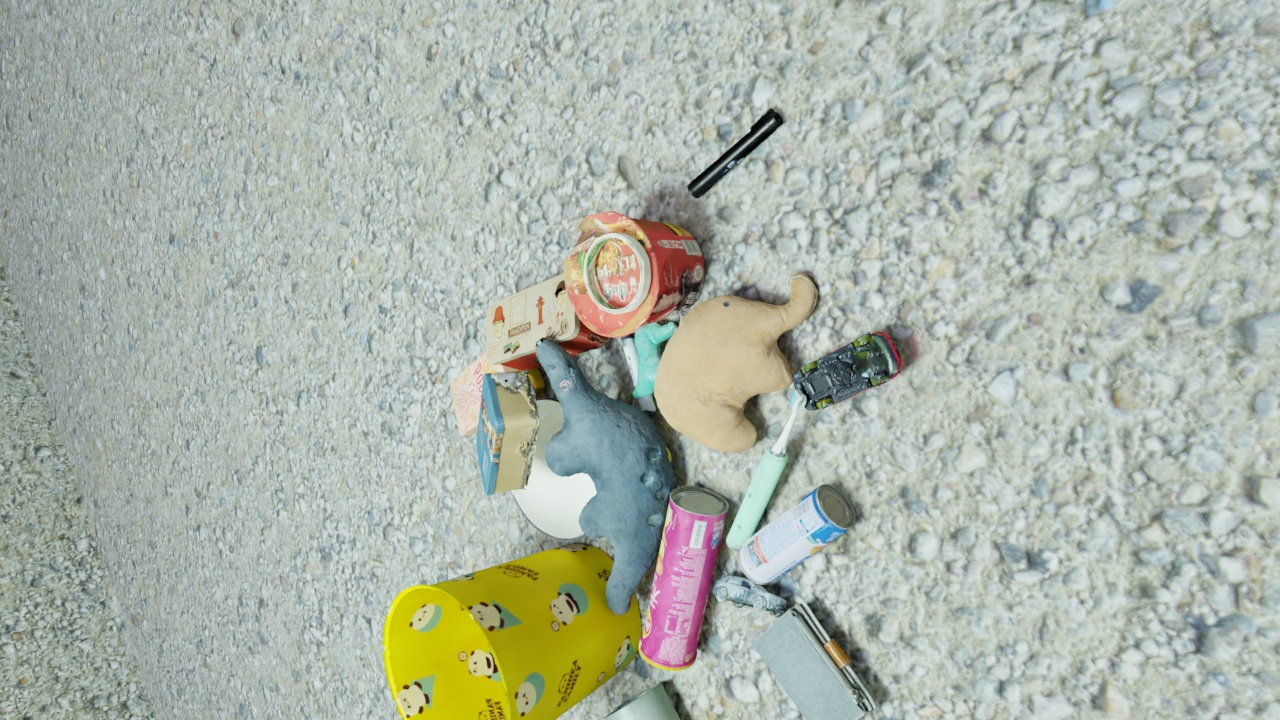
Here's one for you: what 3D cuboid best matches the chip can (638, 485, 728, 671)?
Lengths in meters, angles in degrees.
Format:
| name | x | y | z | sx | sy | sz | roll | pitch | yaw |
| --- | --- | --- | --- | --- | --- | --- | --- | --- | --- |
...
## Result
| name | x | y | z | sx | sy | sz | roll | pitch | yaw |
| --- | --- | --- | --- | --- | --- | --- | --- | --- | --- |
| chip can | 0.051 | 0.257 | 1.082 | 0.071 | 0.071 | 0.211 | 23 | 112 | 36 |

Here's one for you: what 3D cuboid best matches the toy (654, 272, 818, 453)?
| name | x | y | z | sx | sy | sz | roll | pitch | yaw |
| --- | --- | --- | --- | --- | --- | --- | --- | --- | --- |
| toy | 0.098 | -0.007 | 0.991 | 0.143 | 0.082 | 0.226 | 30 | 117 | 7 |

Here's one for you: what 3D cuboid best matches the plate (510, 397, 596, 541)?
| name | x | y | z | sx | sy | sz | roll | pitch | yaw |
| --- | --- | --- | --- | --- | --- | --- | --- | --- | --- |
| plate | -0.104 | 0.141 | 1.214 | 0.193 | 0.039 | 0.192 | 9 | 103 | 40 |

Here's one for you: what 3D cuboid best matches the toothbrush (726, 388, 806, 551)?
| name | x | y | z | sx | sy | sz | roll | pitch | yaw |
| --- | --- | --- | --- | --- | --- | --- | --- | --- | --- |
| toothbrush | 0.137 | 0.123 | 0.990 | 0.027 | 0.026 | 0.225 | 56 | 140 | 43 |

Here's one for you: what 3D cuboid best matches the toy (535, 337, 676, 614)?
| name | x | y | z | sx | sy | sz | roll | pitch | yaw |
| --- | --- | --- | --- | --- | --- | --- | --- | --- | --- |
| toy | -0.031 | 0.132 | 1.099 | 0.138 | 0.091 | 0.356 | -17 | 98 | 17 |

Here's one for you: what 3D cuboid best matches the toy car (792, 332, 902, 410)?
| name | x | y | z | sx | sy | sz | roll | pitch | yaw |
| --- | --- | --- | --- | --- | --- | --- | --- | --- | --- |
| toy car | 0.208 | 0.011 | 0.917 | 0.121 | 0.045 | 0.053 | -30 | 79 | 46 |

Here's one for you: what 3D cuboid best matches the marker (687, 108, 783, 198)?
| name | x | y | z | sx | sy | sz | roll | pitch | yaw |
| --- | --- | --- | --- | --- | --- | --- | --- | --- | --- |
| marker | 0.099 | -0.221 | 0.986 | 0.132 | 0.020 | 0.022 | -37 | 75 | 38 |

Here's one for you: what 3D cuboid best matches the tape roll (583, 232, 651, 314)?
| name | x | y | z | sx | sy | sz | roll | pitch | yaw |
| --- | --- | --- | --- | --- | --- | --- | --- | --- | --- |
| tape roll | -0.025 | -0.092 | 0.975 | 0.086 | 0.013 | 0.086 | 8 | 103 | 39 |

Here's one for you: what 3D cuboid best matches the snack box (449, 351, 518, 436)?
| name | x | y | z | sx | sy | sz | roll | pitch | yaw |
| --- | --- | --- | --- | --- | --- | --- | --- | --- | --- |
| snack box | -0.216 | 0.042 | 1.278 | 0.158 | 0.026 | 0.084 | -33 | 66 | 48 |

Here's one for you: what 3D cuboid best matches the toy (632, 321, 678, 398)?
| name | x | y | z | sx | sy | sz | roll | pitch | yaw |
| --- | --- | --- | --- | --- | --- | --- | --- | --- | --- |
| toy | 0.015 | -0.008 | 1.079 | 0.097 | 0.030 | 0.091 | -27 | 66 | 49 |

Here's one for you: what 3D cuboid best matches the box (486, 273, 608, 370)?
| name | x | y | z | sx | sy | sz | roll | pitch | yaw |
| --- | --- | --- | --- | --- | --- | --- | --- | --- | --- |
| box | -0.115 | -0.046 | 1.168 | 0.169 | 0.076 | 0.091 | -16 | 68 | 39 |

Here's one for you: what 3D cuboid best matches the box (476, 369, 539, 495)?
| name | x | y | z | sx | sy | sz | roll | pitch | yaw |
| --- | --- | --- | --- | --- | --- | --- | --- | --- | --- |
| box | -0.169 | 0.095 | 1.153 | 0.185 | 0.059 | 0.089 | 108 | 151 | -46 |

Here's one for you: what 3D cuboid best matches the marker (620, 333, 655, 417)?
| name | x | y | z | sx | sy | sz | roll | pitch | yaw |
| --- | --- | --- | --- | --- | --- | --- | --- | --- | --- |
| marker | -0.007 | 0.007 | 1.121 | 0.023 | 0.018 | 0.130 | -25 | 80 | 66 |

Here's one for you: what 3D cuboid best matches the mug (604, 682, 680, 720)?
| name | x | y | z | sx | sy | sz | roll | pitch | yaw |
| --- | --- | --- | --- | --- | --- | --- | --- | --- | --- |
| mug | 0.011 | 0.477 | 1.160 | 0.103 | 0.083 | 0.124 | 58 | 155 | 15 |

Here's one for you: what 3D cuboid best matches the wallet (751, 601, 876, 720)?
| name | x | y | z | sx | sy | sz | roll | pitch | yaw |
| --- | --- | --- | --- | --- | --- | --- | --- | --- | --- |
| wallet | 0.191 | 0.337 | 1.000 | 0.129 | 0.036 | 0.107 | 53 | 137 | 21 |

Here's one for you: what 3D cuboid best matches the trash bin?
| name | x | y | z | sx | sy | sz | roll | pitch | yaw |
| --- | --- | --- | --- | --- | --- | --- | --- | --- | --- |
| trash bin | -0.149 | 0.353 | 1.148 | 0.230 | 0.254 | 0.230 | 9 | 103 | 39 |

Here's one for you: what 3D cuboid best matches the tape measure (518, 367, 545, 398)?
| name | x | y | z | sx | sy | sz | roll | pitch | yaw |
| --- | --- | --- | --- | --- | --- | --- | --- | --- | --- |
| tape measure | -0.152 | 0.030 | 1.241 | 0.060 | 0.028 | 0.057 | 57 | 132 | 34 |

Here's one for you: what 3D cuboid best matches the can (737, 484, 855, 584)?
| name | x | y | z | sx | sy | sz | roll | pitch | yaw |
| --- | --- | --- | --- | --- | --- | --- | --- | --- | --- |
| can | 0.164 | 0.188 | 0.982 | 0.135 | 0.053 | 0.053 | -46 | 68 | 36 |

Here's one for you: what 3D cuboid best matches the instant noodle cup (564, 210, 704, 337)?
| name | x | y | z | sx | sy | sz | roll | pitch | yaw |
| --- | --- | --- | --- | --- | --- | --- | --- | --- | --- |
| instant noodle cup | 0.000 | -0.098 | 1.034 | 0.138 | 0.108 | 0.138 | 8 | 103 | 40 |

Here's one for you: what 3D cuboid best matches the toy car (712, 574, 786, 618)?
| name | x | y | z | sx | sy | sz | roll | pitch | yaw |
| --- | --- | --- | --- | --- | --- | --- | --- | --- | --- |
| toy car | 0.125 | 0.267 | 1.040 | 0.091 | 0.043 | 0.034 | 3 | 66 | 45 |
